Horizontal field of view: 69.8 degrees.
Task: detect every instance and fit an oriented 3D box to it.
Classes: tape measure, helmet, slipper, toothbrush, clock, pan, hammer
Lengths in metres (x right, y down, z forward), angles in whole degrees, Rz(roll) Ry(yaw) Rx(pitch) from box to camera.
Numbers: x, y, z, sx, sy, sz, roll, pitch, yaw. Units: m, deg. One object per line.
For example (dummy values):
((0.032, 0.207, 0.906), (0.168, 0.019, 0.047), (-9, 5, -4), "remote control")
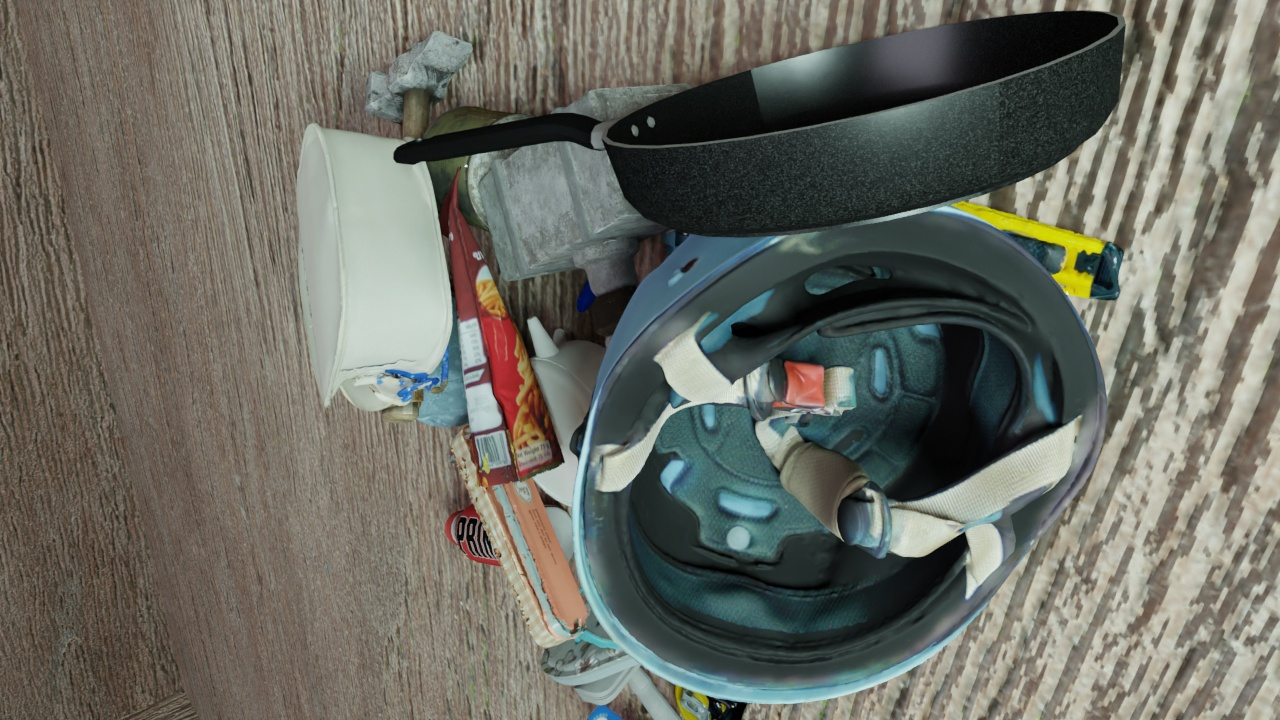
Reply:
((0.053, 0.269, 0.723), (0.061, 0.034, 0.062), (34, 129, 39), "tape measure")
((0.082, 0.038, 0.455), (0.166, 0.225, 0.266), (-90, 22, -68), "helmet")
((0.001, 0.185, 0.701), (0.055, 0.098, 0.270), (48, 136, -15), "slipper")
((-0.014, -0.089, 0.656), (0.183, 0.018, 0.016), (-54, 52, 47), "toothbrush")
((-0.042, 0.049, 0.722), (0.161, 0.072, 0.126), (51, 139, 11), "clock")
((0.022, -0.102, 0.422), (0.356, 0.203, 0.044), (0, 116, 32), "pan")
((-0.004, 0.003, 0.589), (0.177, 0.079, 0.326), (-15, 90, 58), "hammer")
((-0.187, -0.109, 0.747), (0.122, 0.048, 0.318), (-13, 73, 48), "hammer")

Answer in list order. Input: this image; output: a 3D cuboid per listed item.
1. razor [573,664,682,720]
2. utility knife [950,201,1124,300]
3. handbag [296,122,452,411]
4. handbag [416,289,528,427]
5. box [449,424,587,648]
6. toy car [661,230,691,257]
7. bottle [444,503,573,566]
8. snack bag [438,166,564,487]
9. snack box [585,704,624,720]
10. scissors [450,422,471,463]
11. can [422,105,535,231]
((0.009, 0.282, 0.765), (0.047, 0.088, 0.116), (-14, 114, 52), "razor")
((0.164, -0.063, 0.457), (0.151, 0.017, 0.030), (30, 118, 43), "utility knife")
((-0.205, -0.056, 0.682), (0.200, 0.092, 0.200), (-38, 60, 52), "handbag")
((-0.193, -0.004, 0.835), (0.192, 0.121, 0.119), (36, 130, 30), "handbag")
((-0.096, 0.129, 0.699), (0.059, 0.056, 0.186), (76, 169, -69), "box")
((0.054, -0.053, 0.579), (0.108, 0.027, 0.060), (27, 122, 50), "toy car")
((-0.134, 0.166, 0.881), (0.177, 0.062, 0.062), (-8, 100, 52), "bottle")
((-0.114, -0.016, 0.645), (0.139, 0.066, 0.208), (150, 103, -79), "snack bag")
((0.020, 0.361, 0.780), (0.151, 0.034, 0.087), (20, 147, 45), "snack box")
((-0.171, 0.049, 0.914), (0.142, 0.014, 0.175), (-24, 85, 49), "scissors")
((-0.112, -0.143, 0.692), (0.075, 0.089, 0.090), (23, 123, 44), "can")
